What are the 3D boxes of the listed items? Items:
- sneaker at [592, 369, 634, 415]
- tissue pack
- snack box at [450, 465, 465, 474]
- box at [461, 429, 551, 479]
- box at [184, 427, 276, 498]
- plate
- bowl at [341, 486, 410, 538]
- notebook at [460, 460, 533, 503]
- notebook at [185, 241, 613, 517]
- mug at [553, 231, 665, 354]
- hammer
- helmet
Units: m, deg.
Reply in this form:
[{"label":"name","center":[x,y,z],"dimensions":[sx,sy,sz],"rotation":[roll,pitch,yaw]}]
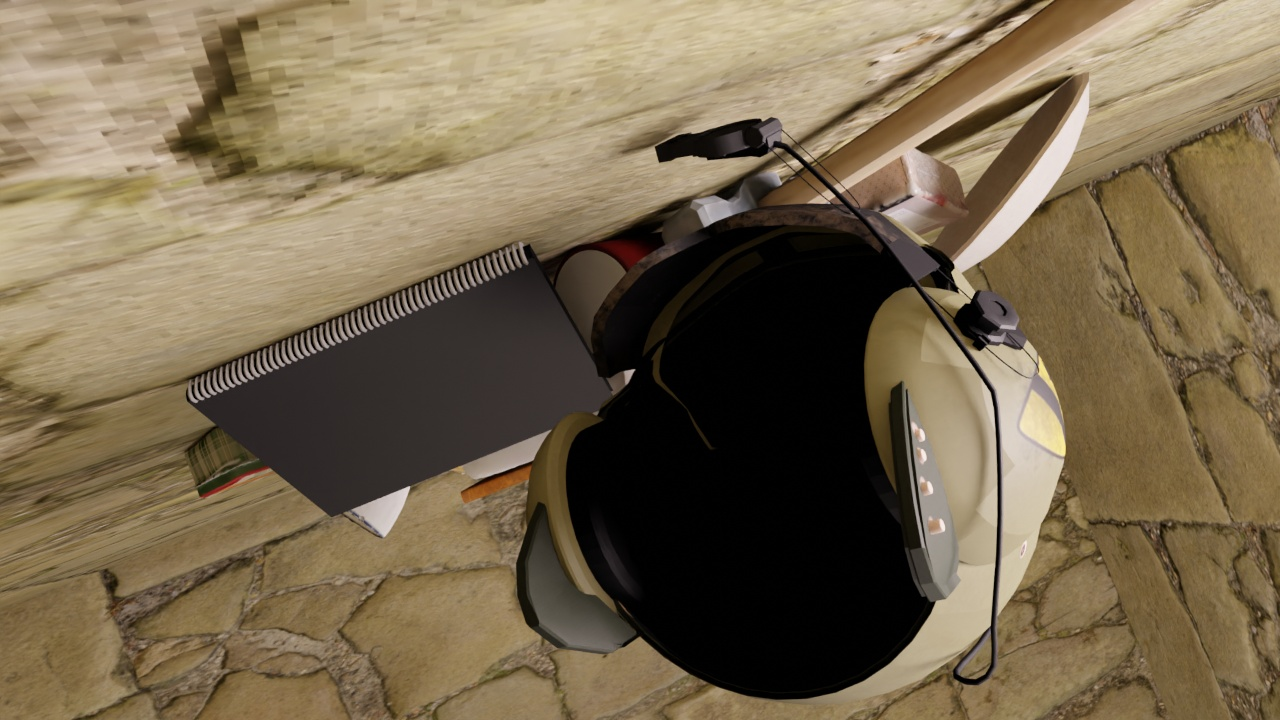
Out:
[{"label":"sneaker","center":[-0.005,0.004,0.728],"dimensions":[0.104,0.090,0.237],"rotation":[-3,-172,-20]},{"label":"tissue pack","center":[0.153,-0.114,0.726],"dimensions":[0.182,0.071,0.103],"rotation":[-25,161,40]},{"label":"snack box","center":[-0.163,0.039,0.680],"dimensions":[0.056,0.057,0.206],"rotation":[-23,161,9]},{"label":"box","center":[-0.094,0.004,0.665],"dimensions":[0.103,0.110,0.130],"rotation":[-24,-163,3]},{"label":"box","center":[-0.286,0.063,0.819],"dimensions":[0.205,0.050,0.118],"rotation":[-19,175,-43]},{"label":"plate","center":[0.279,-0.128,0.693],"dimensions":[0.188,0.027,0.189],"rotation":[-54,176,-5]},{"label":"bowl","center":[-0.228,0.079,0.711],"dimensions":[0.065,0.116,0.116],"rotation":[-55,-170,-20]},{"label":"notebook","center":[-0.056,0.091,1.004],"dimensions":[0.249,0.014,0.178],"rotation":[-22,179,8]},{"label":"notebook","center":[-0.134,0.020,0.551],"dimensions":[0.207,0.016,0.149],"rotation":[-22,140,4]},{"label":"mug","center":[-0.016,-0.042,0.611],"dimensions":[0.106,0.073,0.082],"rotation":[-8,-173,39]},{"label":"hammer","center":[0.144,-0.125,0.488],"dimensions":[0.117,0.051,0.324],"rotation":[-20,175,-38]},{"label":"helmet","center":[0.068,0.029,0.439],"dimensions":[0.251,0.255,0.232],"rotation":[-22,175,33]}]
